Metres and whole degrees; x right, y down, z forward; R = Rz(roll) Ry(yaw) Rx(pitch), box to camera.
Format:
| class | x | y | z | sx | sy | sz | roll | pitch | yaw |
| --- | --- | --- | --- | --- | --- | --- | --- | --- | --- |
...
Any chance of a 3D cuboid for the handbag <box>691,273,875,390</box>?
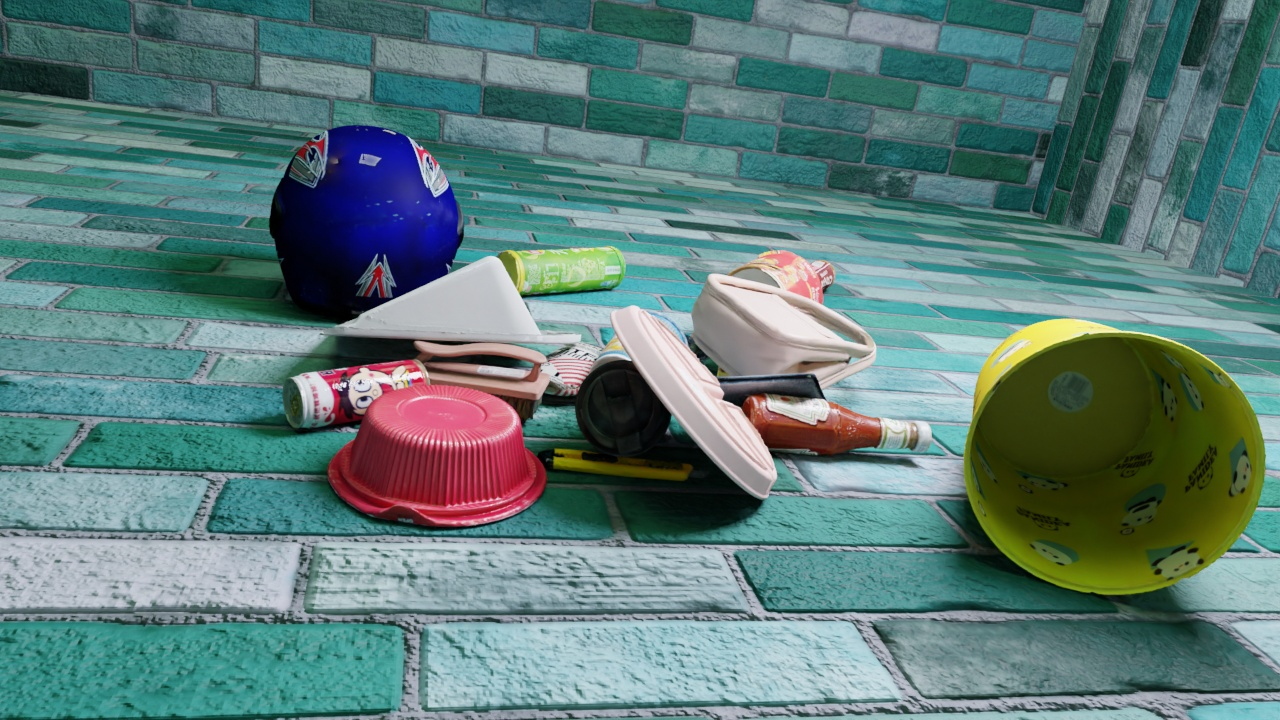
| class | x | y | z | sx | sy | sz | roll | pitch | yaw |
| --- | --- | --- | --- | --- | --- | --- | --- | --- | --- |
| handbag | 0.199 | -0.033 | 1.158 | 0.233 | 0.093 | 0.193 | -3 | 31 | -34 |

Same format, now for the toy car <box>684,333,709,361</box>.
| class | x | y | z | sx | sy | sz | roll | pitch | yaw |
| --- | --- | --- | --- | --- | --- | --- | --- | --- | --- |
| toy car | 0.055 | -0.020 | 1.236 | 0.091 | 0.034 | 0.042 | 24 | 22 | 33 |

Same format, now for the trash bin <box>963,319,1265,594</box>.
| class | x | y | z | sx | sy | sz | roll | pitch | yaw |
| --- | --- | --- | --- | --- | --- | --- | --- | --- | --- |
| trash bin | 0.427 | 0.067 | 0.885 | 0.230 | 0.230 | 0.254 | 14 | 14 | 14 |

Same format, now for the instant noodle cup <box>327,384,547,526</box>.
| class | x | y | z | sx | sy | sz | roll | pitch | yaw |
| --- | --- | --- | --- | --- | --- | --- | --- | --- | --- |
| instant noodle cup | -0.177 | 0.074 | 0.817 | 0.194 | 0.066 | 0.193 | 8 | 20 | -3 |

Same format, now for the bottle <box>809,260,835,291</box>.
| class | x | y | z | sx | sy | sz | roll | pitch | yaw |
| --- | --- | --- | --- | --- | --- | --- | --- | --- | --- |
| bottle | 0.306 | -0.143 | 1.664 | 0.057 | 0.057 | 0.174 | 17 | 21 | 22 |

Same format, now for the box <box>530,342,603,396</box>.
| class | x | y | z | sx | sy | sz | roll | pitch | yaw |
| --- | --- | --- | --- | --- | --- | --- | --- | --- | --- |
| box | -0.078 | 0.006 | 1.082 | 0.068 | 0.051 | 0.164 | 27 | 18 | 6 |

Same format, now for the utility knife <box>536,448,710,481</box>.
| class | x | y | z | sx | sy | sz | roll | pitch | yaw |
| --- | --- | --- | --- | --- | --- | --- | --- | --- | --- |
| utility knife | -0.015 | 0.100 | 0.886 | 0.171 | 0.015 | 0.033 | 6 | 20 | -7 |

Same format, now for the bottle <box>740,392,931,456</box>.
| class | x | y | z | sx | sy | sz | roll | pitch | yaw |
| --- | --- | --- | --- | --- | --- | --- | --- | --- | --- |
| bottle | 0.212 | 0.074 | 0.993 | 0.206 | 0.060 | 0.059 | 6 | 19 | -8 |

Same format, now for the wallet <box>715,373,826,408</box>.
| class | x | y | z | sx | sy | sz | roll | pitch | yaw |
| --- | --- | --- | --- | --- | --- | --- | --- | --- | --- |
| wallet | 0.140 | 0.037 | 1.012 | 0.121 | 0.019 | 0.097 | -4 | -21 | 19 |

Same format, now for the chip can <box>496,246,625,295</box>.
| class | x | y | z | sx | sy | sz | roll | pitch | yaw |
| --- | --- | --- | --- | --- | --- | --- | --- | --- | --- |
| chip can | -0.123 | -0.143 | 1.454 | 0.220 | 0.073 | 0.073 | -8 | 25 | -41 |

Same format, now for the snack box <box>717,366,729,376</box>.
| class | x | y | z | sx | sy | sz | roll | pitch | yaw |
| --- | --- | --- | --- | --- | --- | --- | --- | --- | --- |
| snack box | 0.146 | -0.001 | 1.188 | 0.087 | 0.034 | 0.140 | 10 | 29 | 5 |

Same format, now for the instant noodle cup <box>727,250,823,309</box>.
| class | x | y | z | sx | sy | sz | roll | pitch | yaw |
| --- | --- | --- | --- | --- | --- | --- | --- | --- | --- |
| instant noodle cup | 0.179 | -0.084 | 1.309 | 0.138 | 0.138 | 0.108 | 18 | 18 | 26 |

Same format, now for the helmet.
| class | x | y | z | sx | sy | sz | roll | pitch | yaw |
| --- | --- | --- | --- | --- | --- | --- | --- | --- | --- |
| helmet | -0.375 | -0.198 | 1.251 | 0.247 | 0.241 | 0.315 | 2 | 20 | -24 |

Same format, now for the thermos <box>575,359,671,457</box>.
| class | x | y | z | sx | sy | sz | roll | pitch | yaw |
| --- | --- | --- | --- | --- | --- | --- | --- | --- | --- |
| thermos | -0.011 | 0.045 | 0.919 | 0.093 | 0.093 | 0.143 | 11 | 1 | 6 |

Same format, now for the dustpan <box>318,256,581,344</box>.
| class | x | y | z | sx | sy | sz | roll | pitch | yaw |
| --- | --- | --- | --- | --- | --- | --- | --- | --- | --- |
| dustpan | -0.213 | -0.031 | 1.081 | 0.257 | 0.142 | 0.223 | -27 | 9 | -9 |

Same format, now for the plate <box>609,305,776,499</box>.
| class | x | y | z | sx | sy | sz | roll | pitch | yaw |
| --- | --- | --- | --- | --- | --- | --- | --- | --- | --- |
| plate | 0.056 | 0.034 | 0.875 | 0.229 | 0.028 | 0.229 | 48 | 10 | -12 |

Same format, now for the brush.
| class | x | y | z | sx | sy | sz | roll | pitch | yaw |
| --- | --- | --- | --- | --- | --- | --- | --- | --- | --- |
| brush | -0.172 | 0.016 | 0.973 | 0.146 | 0.073 | 0.063 | 8 | 20 | 4 |

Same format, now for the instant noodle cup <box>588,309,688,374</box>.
| class | x | y | z | sx | sy | sz | roll | pitch | yaw |
| --- | --- | --- | --- | --- | --- | --- | --- | --- | --- |
| instant noodle cup | -0.006 | 0.006 | 1.057 | 0.099 | 0.099 | 0.109 | 14 | 27 | 16 |

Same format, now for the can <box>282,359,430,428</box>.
| class | x | y | z | sx | sy | sz | roll | pitch | yaw |
| --- | --- | --- | --- | --- | --- | --- | --- | --- | --- |
| can | -0.279 | 0.032 | 0.907 | 0.132 | 0.053 | 0.053 | -9 | 26 | -41 |

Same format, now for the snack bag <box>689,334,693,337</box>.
| class | x | y | z | sx | sy | sz | roll | pitch | yaw |
| --- | --- | --- | --- | --- | --- | --- | --- | --- | --- |
| snack bag | 0.122 | -0.018 | 1.273 | 0.104 | 0.026 | 0.048 | 23 | 33 | 36 |
